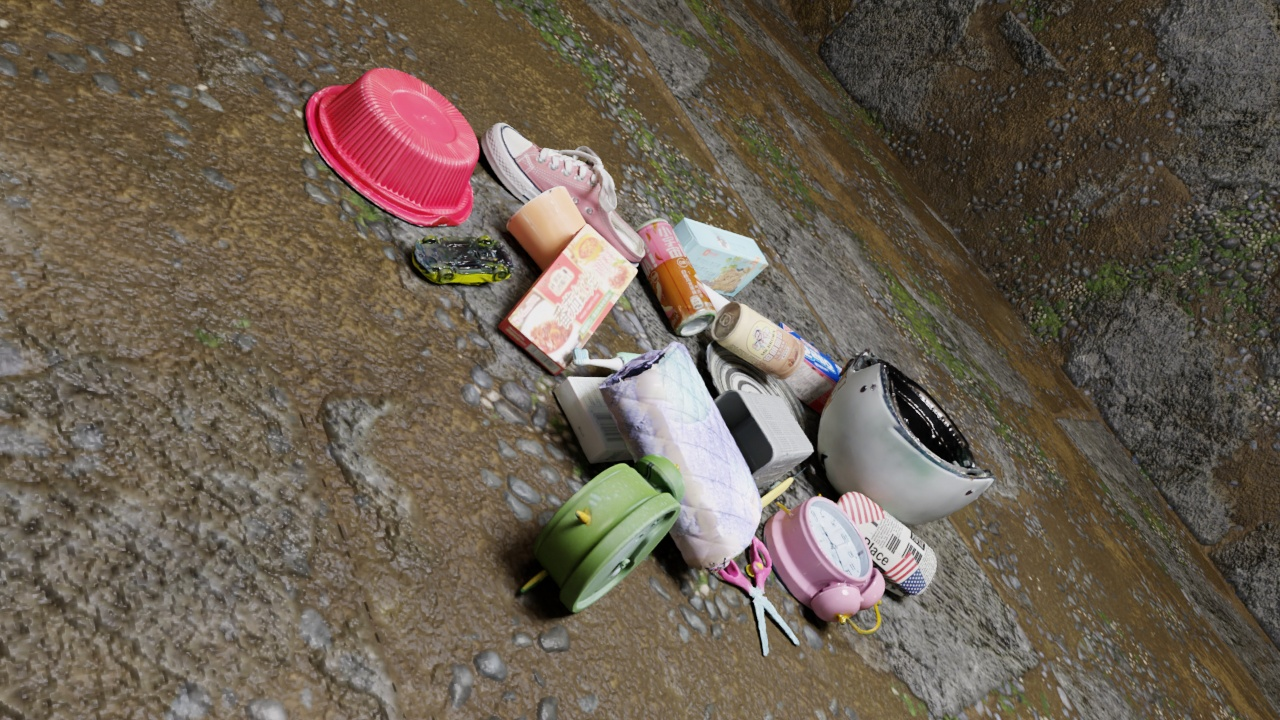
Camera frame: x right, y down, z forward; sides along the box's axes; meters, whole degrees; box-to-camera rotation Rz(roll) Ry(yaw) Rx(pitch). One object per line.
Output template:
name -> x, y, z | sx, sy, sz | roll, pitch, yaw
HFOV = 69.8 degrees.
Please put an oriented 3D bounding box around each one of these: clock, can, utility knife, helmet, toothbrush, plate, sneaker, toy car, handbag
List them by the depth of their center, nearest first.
clock -> -0.019, 0.131, 0.724 | 0.056, 0.116, 0.160 | 45, 30, 17
handbag -> 0.039, 0.086, 0.851 | 0.194, 0.076, 0.134 | 63, 19, -5
toy car -> -0.172, -0.094, 0.883 | 0.105, 0.032, 0.048 | -6, 58, -42
toothbrush -> -0.006, 0.006, 0.966 | 0.224, 0.027, 0.027 | 5, 74, -59
clock -> 0.200, 0.217, 0.970 | 0.117, 0.060, 0.158 | 2, 54, -52
utility knife -> 0.150, 0.149, 1.021 | 0.022, 0.031, 0.220 | 54, 27, 16
sneaker -> -0.077, -0.207, 1.092 | 0.241, 0.088, 0.118 | 40, 30, -15
plate -> 0.143, 0.048, 1.142 | 0.179, 0.024, 0.179 | 32, 32, -23
can -> 0.040, -0.104, 1.146 | 0.057, 0.058, 0.147 | 3, 54, -52
can -> 0.149, -0.024, 1.152 | 0.116, 0.059, 0.058 | 29, 34, -28
helmet -> 0.312, 0.114, 1.152 | 0.230, 0.157, 0.273 | 46, 15, 3
toothbrush -> 0.153, -0.045, 1.268 | 0.221, 0.027, 0.026 | 31, 71, -28

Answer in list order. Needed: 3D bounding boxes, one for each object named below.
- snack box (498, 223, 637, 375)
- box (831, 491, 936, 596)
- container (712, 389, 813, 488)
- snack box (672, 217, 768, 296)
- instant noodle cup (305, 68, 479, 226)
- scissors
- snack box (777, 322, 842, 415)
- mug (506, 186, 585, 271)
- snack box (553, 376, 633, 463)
snack box -> -0.070, -0.063, 0.922 | 0.075, 0.026, 0.152 | 42, 56, -12
box -> 0.280, 0.213, 1.061 | 0.163, 0.083, 0.075 | 40, 40, -17
container -> 0.119, 0.089, 0.991 | 0.114, 0.090, 0.090 | 4, 51, -55
snack box -> 0.095, -0.138, 1.255 | 0.174, 0.074, 0.051 | 6, 50, -51
instant noodle cup -> -0.234, -0.226, 0.928 | 0.193, 0.066, 0.193 | 34, 31, -25
scissors -> 0.108, 0.222, 0.888 | 0.130, 0.017, 0.133 | 33, 35, -28
snack box -> 0.249, 0.030, 1.271 | 0.207, 0.058, 0.057 | 35, 31, -23
mug -> -0.080, -0.117, 0.998 | 0.122, 0.078, 0.078 | 56, 29, 3
snack box -> -0.011, 0.057, 0.916 | 0.156, 0.027, 0.084 | 3, 51, -52
